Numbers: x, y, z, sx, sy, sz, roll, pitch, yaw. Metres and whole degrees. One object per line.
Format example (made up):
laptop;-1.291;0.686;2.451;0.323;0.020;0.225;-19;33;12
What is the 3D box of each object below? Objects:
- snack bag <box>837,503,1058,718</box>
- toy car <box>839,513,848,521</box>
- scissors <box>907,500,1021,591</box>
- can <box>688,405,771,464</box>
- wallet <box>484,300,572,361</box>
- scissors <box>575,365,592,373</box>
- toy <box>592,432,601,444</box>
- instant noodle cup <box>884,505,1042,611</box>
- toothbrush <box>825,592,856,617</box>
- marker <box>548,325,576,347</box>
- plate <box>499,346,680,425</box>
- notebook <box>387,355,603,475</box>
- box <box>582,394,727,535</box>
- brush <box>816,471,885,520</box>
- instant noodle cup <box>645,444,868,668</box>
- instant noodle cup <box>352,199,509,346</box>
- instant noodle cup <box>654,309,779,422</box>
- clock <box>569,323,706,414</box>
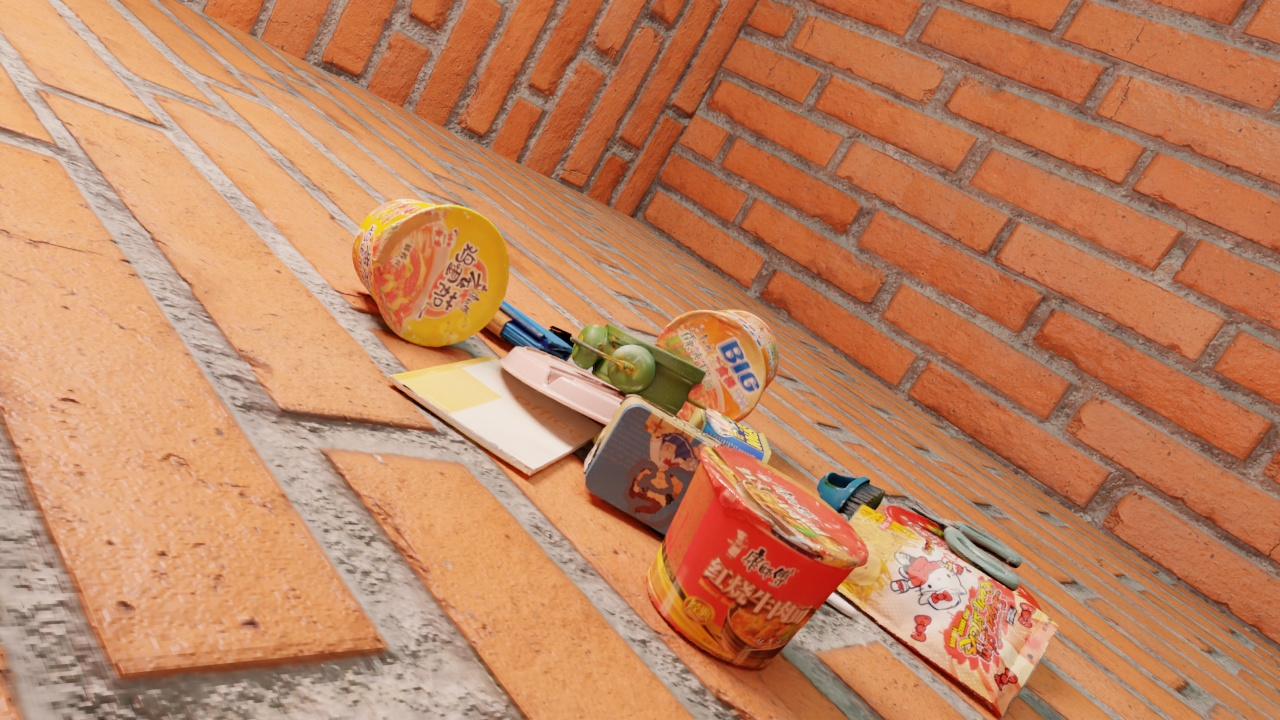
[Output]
snack bag;0.278;0.228;0.873;0.208;0.073;0.128;33;48;24
toy car;0.225;0.196;0.997;0.049;0.031;0.105;21;17;-43
scissors;0.385;0.214;1.033;0.170;0.019;0.174;24;12;-26
can;0.093;0.097;1.025;0.083;0.057;0.102;27;11;-5
wallet;-0.148;-0.042;1.060;0.133;0.040;0.106;33;3;14
scissors;-0.057;0.002;1.115;0.209;0.015;0.182;31;26;-33
toy;-0.003;0.090;0.879;0.096;0.031;0.100;25;9;-13
instant noodle cup;0.336;0.240;1.007;0.194;0.066;0.193;30;11;-7
toothbrush;0.120;0.183;0.840;0.180;0.016;0.016;34;14;4
marker;-0.067;-0.015;1.187;0.132;0.022;0.020;21;-27;-38
plate;-0.032;0.040;0.918;0.229;0.028;0.229;25;1;-1
notebook;-0.120;0.044;0.830;0.146;0.010;0.206;32;11;10
box;0.045;0.108;0.778;0.184;0.090;0.063;29;6;-3
brush;0.255;0.167;1.133;0.073;0.055;0.143;35;13;20
instant noodle cup;0.076;0.142;0.659;0.138;0.109;0.137;29;12;-7
instant noodle cup;-0.214;-0.096;0.903;0.138;0.138;0.110;20;7;-41
instant noodle cup;0.104;0.002;1.174;0.151;0.152;0.111;34;24;16
clock;-0.006;0.006;0.947;0.161;0.056;0.116;26;0;-45
